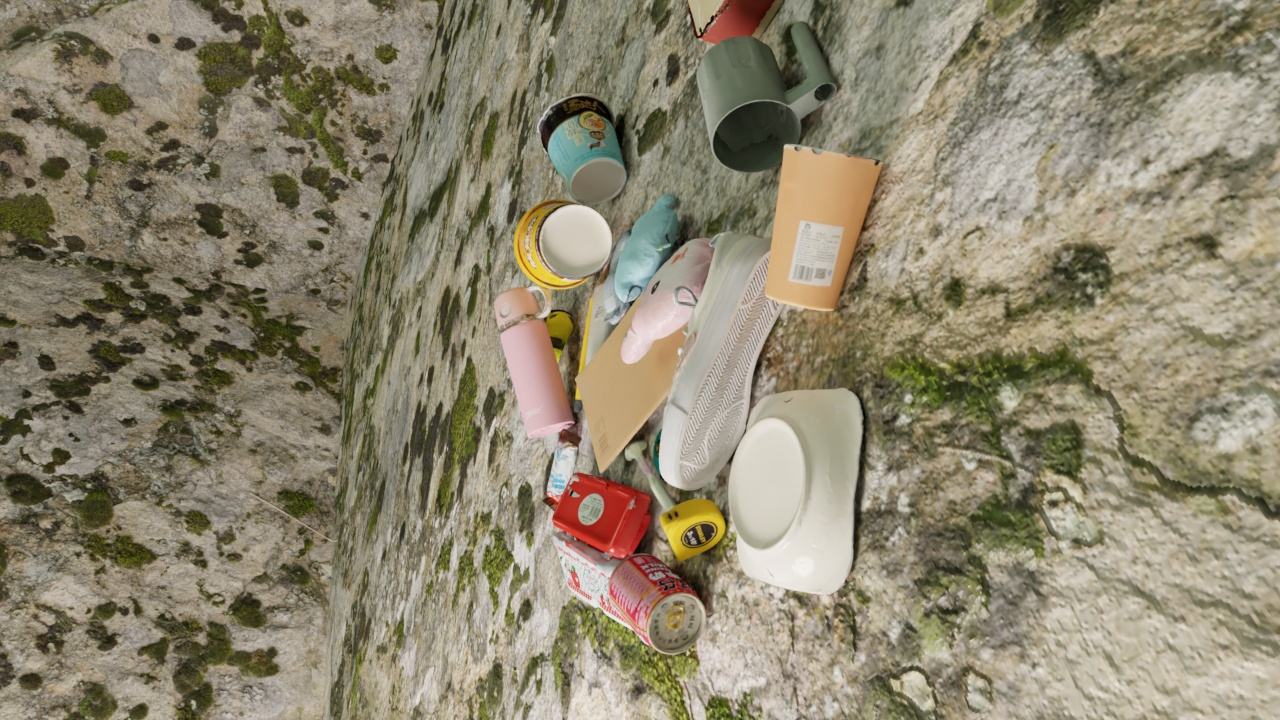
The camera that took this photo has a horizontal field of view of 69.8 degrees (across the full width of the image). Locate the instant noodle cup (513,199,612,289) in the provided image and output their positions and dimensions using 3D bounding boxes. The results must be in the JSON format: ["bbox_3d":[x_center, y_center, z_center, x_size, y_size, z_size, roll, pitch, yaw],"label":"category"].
[{"bbox_3d":[-0.094,-0.149,1.174,0.114,0.118,0.118,-161,82,-72],"label":"instant noodle cup"}]

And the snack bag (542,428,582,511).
[{"bbox_3d":[-0.103,0.144,1.203,0.048,0.026,0.104,24,103,52],"label":"snack bag"}]

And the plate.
[{"bbox_3d":[0.115,0.103,0.750,0.165,0.034,0.163,-13,69,63],"label":"plate"}]

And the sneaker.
[{"bbox_3d":[0.058,-0.003,0.838,0.091,0.089,0.242,32,106,47],"label":"sneaker"}]

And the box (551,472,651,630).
[{"bbox_3d":[-0.048,0.208,1.032,0.201,0.065,0.159,180,96,-66],"label":"box"}]

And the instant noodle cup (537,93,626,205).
[{"bbox_3d":[-0.070,-0.273,1.217,0.111,0.111,0.120,-57,41,39],"label":"instant noodle cup"}]

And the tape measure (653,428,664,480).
[{"bbox_3d":[0.032,0.093,0.940,0.055,0.025,0.058,-23,60,60],"label":"tape measure"}]

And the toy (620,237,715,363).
[{"bbox_3d":[0.028,-0.060,0.939,0.160,0.054,0.121,-48,12,42],"label":"toy"}]

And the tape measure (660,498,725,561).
[{"bbox_3d":[0.048,0.151,0.844,0.029,0.057,0.060,-114,2,-48],"label":"tape measure"}]

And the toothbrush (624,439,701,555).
[{"bbox_3d":[0.024,0.139,0.947,0.029,0.020,0.189,-41,34,3],"label":"toothbrush"}]

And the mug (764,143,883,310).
[{"bbox_3d":[0.141,-0.105,0.734,0.078,0.078,0.123,-145,63,-63],"label":"mug"}]

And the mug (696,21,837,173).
[{"bbox_3d":[0.115,-0.249,0.851,0.124,0.083,0.103,-30,48,25],"label":"mug"}]

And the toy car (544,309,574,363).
[{"bbox_3d":[-0.127,-0.025,1.291,0.105,0.048,0.032,-63,31,31],"label":"toy car"}]

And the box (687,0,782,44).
[{"bbox_3d":[0.085,-0.412,0.961,0.092,0.077,0.168,-52,37,46],"label":"box"}]

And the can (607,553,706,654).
[{"bbox_3d":[0.015,0.230,0.871,0.094,0.066,0.066,24,103,65],"label":"can"}]

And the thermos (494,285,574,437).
[{"bbox_3d":[-0.137,-0.003,1.228,0.087,0.067,0.198,-22,76,26],"label":"thermos"}]

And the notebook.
[{"bbox_3d":[-0.006,0.006,1.037,0.212,0.012,0.149,-52,37,32],"label":"notebook"}]

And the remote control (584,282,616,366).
[{"bbox_3d":[-0.048,-0.032,1.161,0.056,0.019,0.135,-12,69,63],"label":"remote control"}]

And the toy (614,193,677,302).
[{"bbox_3d":[0.008,-0.126,1.018,0.161,0.050,0.156,-64,11,-17],"label":"toy"}]

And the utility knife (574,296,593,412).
[{"bbox_3d":[-0.070,-0.008,1.197,0.033,0.015,0.153,148,131,-84],"label":"utility knife"}]

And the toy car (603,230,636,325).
[{"bbox_3d":[-0.022,-0.101,1.117,0.054,0.036,0.120,-29,52,60],"label":"toy car"}]
